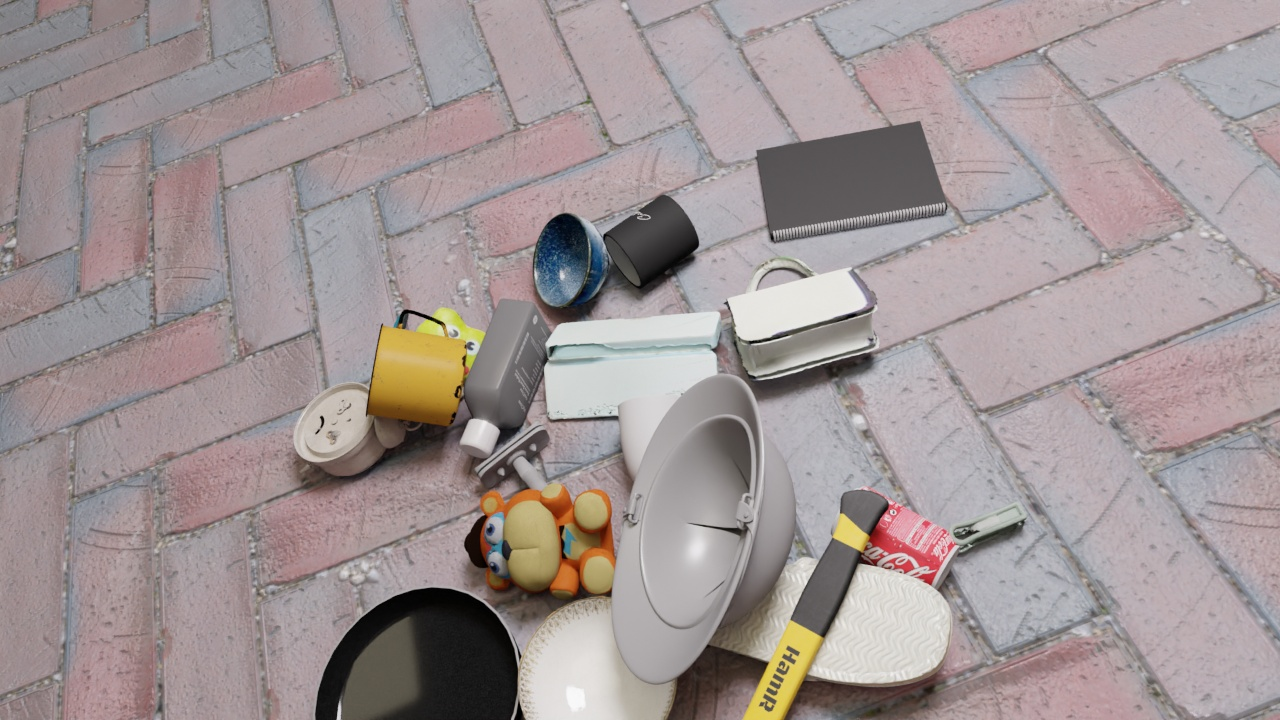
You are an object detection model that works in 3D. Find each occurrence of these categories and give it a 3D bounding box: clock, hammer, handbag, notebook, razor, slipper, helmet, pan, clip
[{"bbox_3d":[-0.314,0.080,1.042,0.157,0.061,0.103,-9,53,16],"label":"clock"},{"bbox_3d":[0.133,0.259,0.785,0.170,0.034,0.324,23,81,30],"label":"hammer"},{"bbox_3d":[0.171,-0.057,1.022,0.151,0.074,0.175,-16,37,1],"label":"handbag"},{"bbox_3d":[0.254,-0.221,1.128,0.207,0.016,0.148,-9,55,8],"label":"notebook"},{"bbox_3d":[-0.109,0.133,0.973,0.088,0.047,0.116,-38,65,-12],"label":"razor"},{"bbox_3d":[0.142,0.232,0.839,0.273,0.054,0.114,1,62,24],"label":"slipper"},{"bbox_3d":[0.078,0.156,0.815,0.184,0.117,0.270,-11,61,54],"label":"helmet"},{"bbox_3d":[-0.156,0.359,0.834,0.203,0.044,0.356,-42,58,-14],"label":"pan"},{"bbox_3d":[0.323,0.157,0.861,0.076,0.043,0.023,-21,54,-2],"label":"clip"}]

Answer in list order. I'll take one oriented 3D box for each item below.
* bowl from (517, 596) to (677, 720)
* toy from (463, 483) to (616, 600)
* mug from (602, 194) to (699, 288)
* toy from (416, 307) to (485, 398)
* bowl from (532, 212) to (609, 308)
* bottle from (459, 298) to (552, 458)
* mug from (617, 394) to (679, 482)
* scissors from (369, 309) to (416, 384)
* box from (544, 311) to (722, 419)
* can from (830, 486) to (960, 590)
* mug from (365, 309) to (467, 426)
[{"bbox_3d":[-0.034,0.295,0.834,0.145,0.063,0.145,-6,56,9],"label":"bowl"},{"bbox_3d":[-0.096,0.178,0.902,0.176,0.096,0.112,-10,87,39],"label":"toy"},{"bbox_3d":[0.005,-0.148,1.110,0.088,0.078,0.113,-36,31,-11],"label":"mug"},{"bbox_3d":[-0.230,0.003,1.066,0.092,0.043,0.117,36,75,-17],"label":"toy"},{"bbox_3d":[-0.073,-0.116,1.101,0.115,0.060,0.114,-7,81,50],"label":"bowl"},{"bbox_3d":[-0.154,0.025,1.024,0.046,0.084,0.173,8,61,21],"label":"bottle"},{"bbox_3d":[0.032,0.089,0.957,0.107,0.071,0.089,1,72,-20],"label":"mug"},{"bbox_3d":[-0.282,-0.023,1.106,0.155,0.019,0.124,-30,42,-25],"label":"scissors"},{"bbox_3d":[-0.007,0.002,1.032,0.198,0.074,0.126,-4,77,15],"label":"box"},{"bbox_3d":[0.236,0.167,0.853,0.105,0.064,0.064,29,68,27],"label":"can"},{"bbox_3d":[-0.239,0.006,0.993,0.094,0.101,0.123,10,71,-14],"label":"mug"}]
